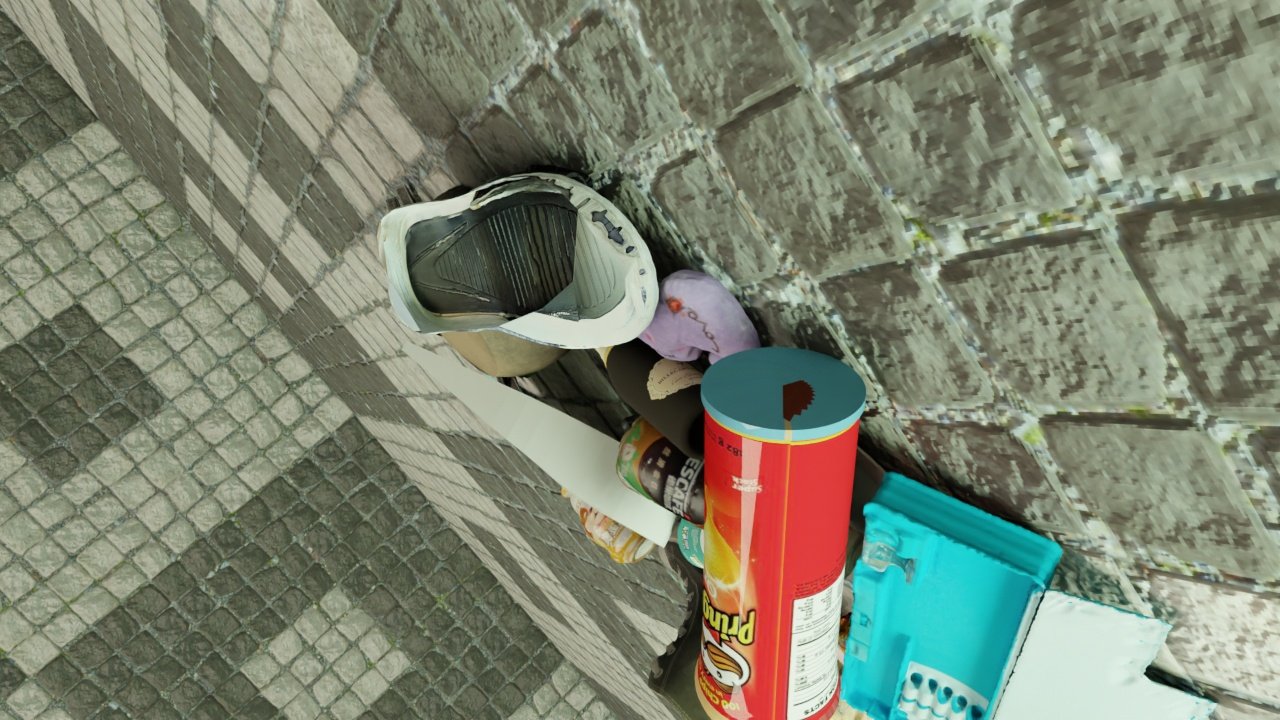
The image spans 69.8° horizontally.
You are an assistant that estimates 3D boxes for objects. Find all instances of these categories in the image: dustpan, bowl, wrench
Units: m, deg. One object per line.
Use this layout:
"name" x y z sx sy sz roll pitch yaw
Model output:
"dustpan" -0.077 0.082 0.804 0.258 0.053 0.191 21 167 35
"bowl" -0.127 -0.054 0.735 0.162 0.070 0.162 41 159 19
"wrench" -0.170 -0.052 0.868 0.070 0.010 0.273 -101 -10 -46

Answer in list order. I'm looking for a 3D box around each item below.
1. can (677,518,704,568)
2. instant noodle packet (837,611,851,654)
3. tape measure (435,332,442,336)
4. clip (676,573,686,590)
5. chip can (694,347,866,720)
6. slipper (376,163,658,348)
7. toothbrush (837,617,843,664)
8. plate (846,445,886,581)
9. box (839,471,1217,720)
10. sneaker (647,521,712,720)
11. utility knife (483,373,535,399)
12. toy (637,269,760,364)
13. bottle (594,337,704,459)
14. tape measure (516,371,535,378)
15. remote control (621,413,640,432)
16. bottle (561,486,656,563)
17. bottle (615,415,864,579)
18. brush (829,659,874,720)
"can" 0.071 0.138 0.709 0.055 0.054 0.102 51 160 -9
"instant noodle packet" 0.201 0.231 0.645 0.135 0.039 0.099 52 153 -9
"tape measure" -0.208 -0.057 0.937 0.072 0.042 0.071 45 165 -6
"clip" 0.047 0.214 0.948 0.037 0.023 0.075 21 145 53
"chip can" 0.073 0.106 0.503 0.087 0.086 0.214 29 131 42
"slipper" -0.081 -0.066 0.594 0.264 0.063 0.111 0 106 43
"toothbrush" 0.181 0.242 0.722 0.222 0.027 0.027 43 149 10
"plate" 0.119 0.085 0.577 0.178 0.012 0.179 40 159 19
"box" 0.201 0.175 0.504 0.182 0.039 0.227 23 142 27
"sneaker" 0.050 0.227 0.790 0.095 0.120 0.235 47 174 -30
"utility knife" -0.138 0.037 1.009 0.141 0.015 0.022 27 148 50
"toy" 0.028 -0.019 0.538 0.080 0.036 0.100 46 160 -14
"bottle" -0.004 0.004 0.623 0.184 0.045 0.045 38 160 49
"tape measure" -0.125 -0.011 0.859 0.065 0.035 0.059 40 159 20
"remote control" 0.048 0.084 0.659 0.150 0.047 0.022 45 125 31
"bottle" -0.032 0.158 0.944 0.109 0.063 0.063 37 158 26
"bottle" 0.063 0.089 0.594 0.167 0.059 0.059 25 152 29
"brush" 0.176 0.328 0.843 0.083 0.056 0.272 36 157 25
